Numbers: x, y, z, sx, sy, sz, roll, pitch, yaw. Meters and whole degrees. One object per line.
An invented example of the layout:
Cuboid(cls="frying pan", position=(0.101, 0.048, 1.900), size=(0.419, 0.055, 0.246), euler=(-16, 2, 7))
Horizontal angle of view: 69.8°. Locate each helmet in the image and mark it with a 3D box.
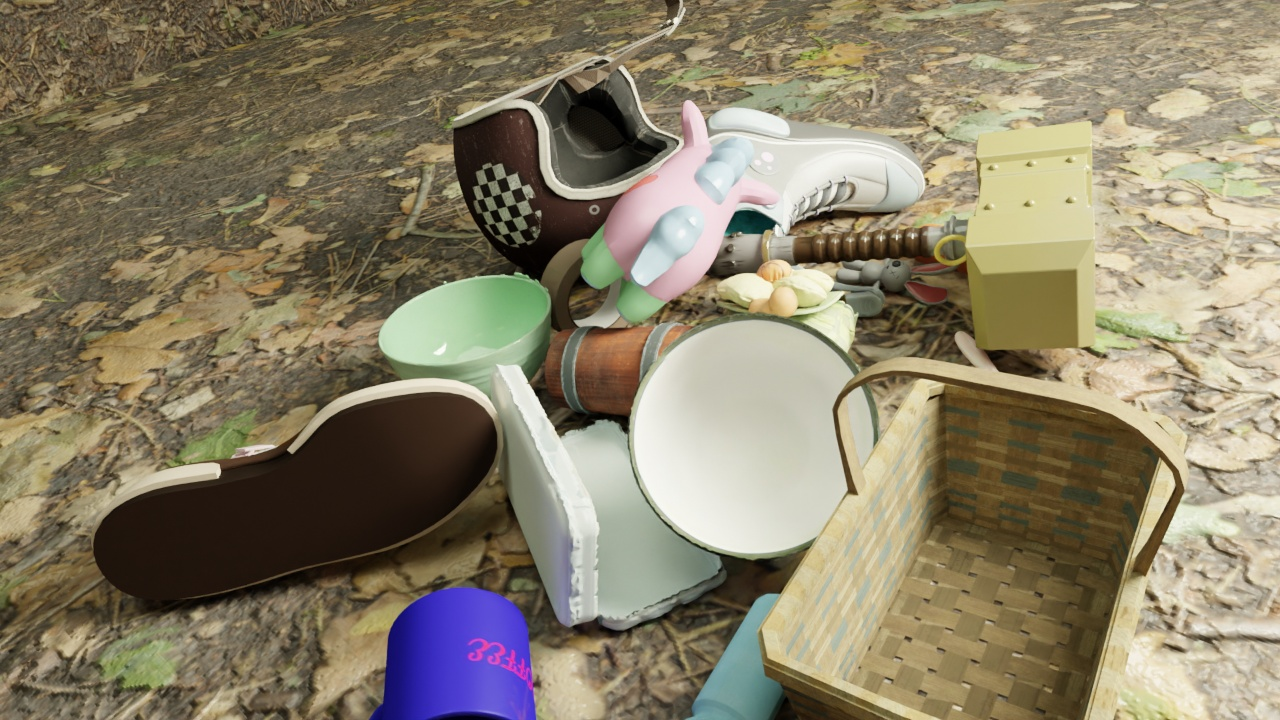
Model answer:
Cuboid(cls="helmet", position=(-0.066, -0.212, 0.929), size=(0.234, 0.253, 0.232), euler=(-11, 23, 32))

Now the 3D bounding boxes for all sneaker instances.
Cuboid(cls="sneaker", position=(0.173, -0.158, 0.921), size=(0.256, 0.093, 0.160), euler=(9, 53, -10))
Cuboid(cls="sneaker", position=(-0.235, 0.082, 0.673), size=(0.294, 0.112, 0.116), euler=(-22, 20, 4))

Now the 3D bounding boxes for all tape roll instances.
Cuboid(cls="tape roll", position=(-0.046, -0.063, 0.844), size=(0.093, 0.094, 0.030), euler=(-28, 37, -25))

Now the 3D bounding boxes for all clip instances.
Cuboid(cls="clip", position=(0.126, -0.066, 0.860), size=(0.169, 0.031, 0.164), euler=(-13, 34, -5))

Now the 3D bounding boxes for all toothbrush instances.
Cuboid(cls="toothbrush", position=(0.273, 0.024, 0.692), size=(0.016, 0.018, 0.181), euler=(-9, 30, 1))

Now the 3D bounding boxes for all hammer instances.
Cuboid(cls="hammer", position=(0.203, -0.099, 0.780), size=(0.325, 0.101, 0.189), euler=(-1, 43, 26))

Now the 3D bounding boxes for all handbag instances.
Cuboid(cls="handbag", position=(0.105, -0.009, 0.696), size=(0.113, 0.117, 0.186), euler=(-2, 34, 16))

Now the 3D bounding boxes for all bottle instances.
Cuboid(cls="bottle", position=(0.052, 0.182, 0.488), size=(0.040, 0.040, 0.129), euler=(12, 39, 31))

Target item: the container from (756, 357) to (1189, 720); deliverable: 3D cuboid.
Cuboid(cls="container", position=(0.175, 0.086, 0.463), size=(0.158, 0.186, 0.249), euler=(13, 40, 32))

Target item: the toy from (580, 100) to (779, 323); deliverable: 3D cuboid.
Cuboid(cls="toy", position=(0.032, -0.119, 0.754), size=(0.171, 0.120, 0.222), euler=(-44, 11, 9))

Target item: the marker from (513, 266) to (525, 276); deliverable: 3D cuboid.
Cuboid(cls="marker", position=(-0.130, -0.104, 1.008), size=(0.013, 0.013, 0.142), euler=(-4, 33, 10))

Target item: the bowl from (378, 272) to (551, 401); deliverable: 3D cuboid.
Cuboid(cls="bowl", position=(-0.145, -0.009, 0.805), size=(0.151, 0.077, 0.150), euler=(-8, 33, 5))

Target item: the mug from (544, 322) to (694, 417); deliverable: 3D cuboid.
Cuboid(cls="mug", position=(-0.004, 0.004, 0.755), size=(0.111, 0.081, 0.117), euler=(3, 17, 27))

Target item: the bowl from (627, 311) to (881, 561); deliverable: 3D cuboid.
Cuboid(cls="bowl", position=(0.073, 0.052, 0.589), size=(0.153, 0.073, 0.153), euler=(-3, 76, 11))

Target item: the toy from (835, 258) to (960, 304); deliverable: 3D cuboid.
Cuboid(cls="toy", position=(0.235, -0.078, 0.843), size=(0.112, 0.030, 0.049), euler=(13, 68, 36))

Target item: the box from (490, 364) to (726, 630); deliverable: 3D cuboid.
Cuboid(cls="box", position=(-0.042, 0.074, 0.623), size=(0.129, 0.106, 0.210), euler=(-19, 34, -19))

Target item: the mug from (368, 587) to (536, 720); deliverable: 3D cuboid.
Cuboid(cls="mug", position=(-0.110, 0.191, 0.499), size=(0.111, 0.079, 0.083), euler=(-37, 31, 11))

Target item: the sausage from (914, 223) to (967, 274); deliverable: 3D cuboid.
Cuboid(cls="sausage", position=(0.317, -0.089, 0.828), size=(0.044, 0.039, 0.164), euler=(-32, 38, -24))
